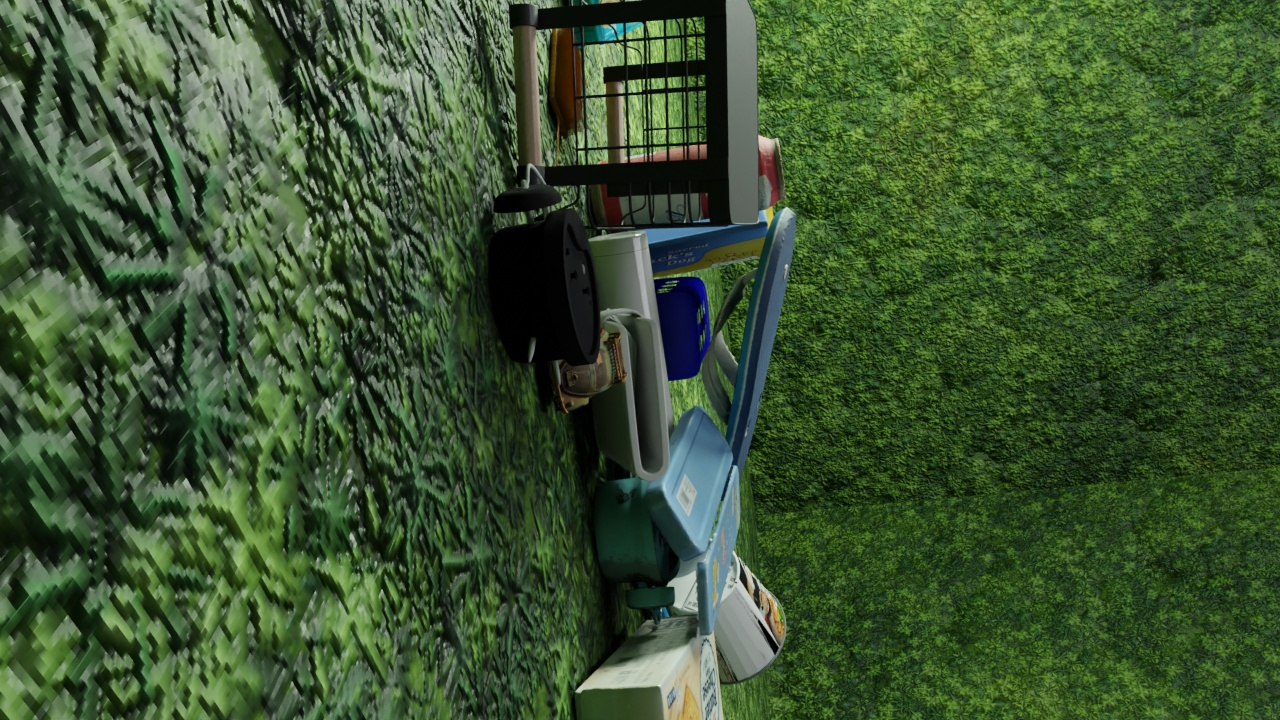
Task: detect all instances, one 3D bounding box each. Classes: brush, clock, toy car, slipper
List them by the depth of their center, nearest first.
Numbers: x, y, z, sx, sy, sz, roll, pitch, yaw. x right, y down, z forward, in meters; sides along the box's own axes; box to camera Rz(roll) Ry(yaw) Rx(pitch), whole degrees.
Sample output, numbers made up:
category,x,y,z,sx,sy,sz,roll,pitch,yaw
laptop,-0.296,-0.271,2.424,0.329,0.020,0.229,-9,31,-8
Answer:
category,x,y,z,sx,sy,sz,roll,pitch,yaw
clock,-0.054,-0.052,0.526,0.091,0.042,0.120,50,34,-75
toy car,-0.033,0.000,0.607,0.111,0.047,0.047,-78,161,-76
clock,0.001,0.143,0.706,0.090,0.053,0.124,-62,145,-74
brush,-0.057,-0.203,0.716,0.048,0.017,0.126,70,15,-57
slipper,0.087,0.002,0.847,0.118,0.060,0.295,-61,161,-58

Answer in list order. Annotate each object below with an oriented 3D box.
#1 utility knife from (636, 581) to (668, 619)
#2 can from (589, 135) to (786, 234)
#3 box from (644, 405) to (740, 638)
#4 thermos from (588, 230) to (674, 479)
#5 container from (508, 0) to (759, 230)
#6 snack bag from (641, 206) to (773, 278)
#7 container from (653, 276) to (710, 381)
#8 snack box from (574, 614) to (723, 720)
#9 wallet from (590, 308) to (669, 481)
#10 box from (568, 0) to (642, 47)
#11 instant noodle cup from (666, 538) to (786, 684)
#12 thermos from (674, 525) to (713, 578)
category,x,y,z,sx,sy,sz,roll,pitch,yaw
utility knife,0.008,0.208,0.820,0.015,0.031,0.175,-44,140,-26
can,0.042,-0.158,0.823,0.067,0.170,0.067,-7,89,-82
box,0.055,0.119,0.740,0.208,0.034,0.127,-52,122,-70
thermos,-0.005,0.005,0.783,0.052,0.052,0.224,-63,145,-75
container,0.010,-0.176,0.656,0.241,0.130,0.163,-34,123,-75
snack bag,0.053,-0.135,0.924,0.205,0.159,0.102,-63,142,-72
container,0.020,-0.030,0.873,0.113,0.084,0.085,-55,139,-76
snack box,0.014,0.253,0.645,0.207,0.057,0.104,14,70,-76
wallet,-0.016,0.020,0.686,0.115,0.037,0.118,-161,-116,-68
box,-0.044,-0.416,0.829,0.181,0.072,0.227,-79,160,-60
instant noodle cup,0.080,0.259,0.974,0.123,0.124,0.122,-88,159,-45
thermos,0.036,0.142,0.891,0.065,0.078,0.206,48,13,-7
